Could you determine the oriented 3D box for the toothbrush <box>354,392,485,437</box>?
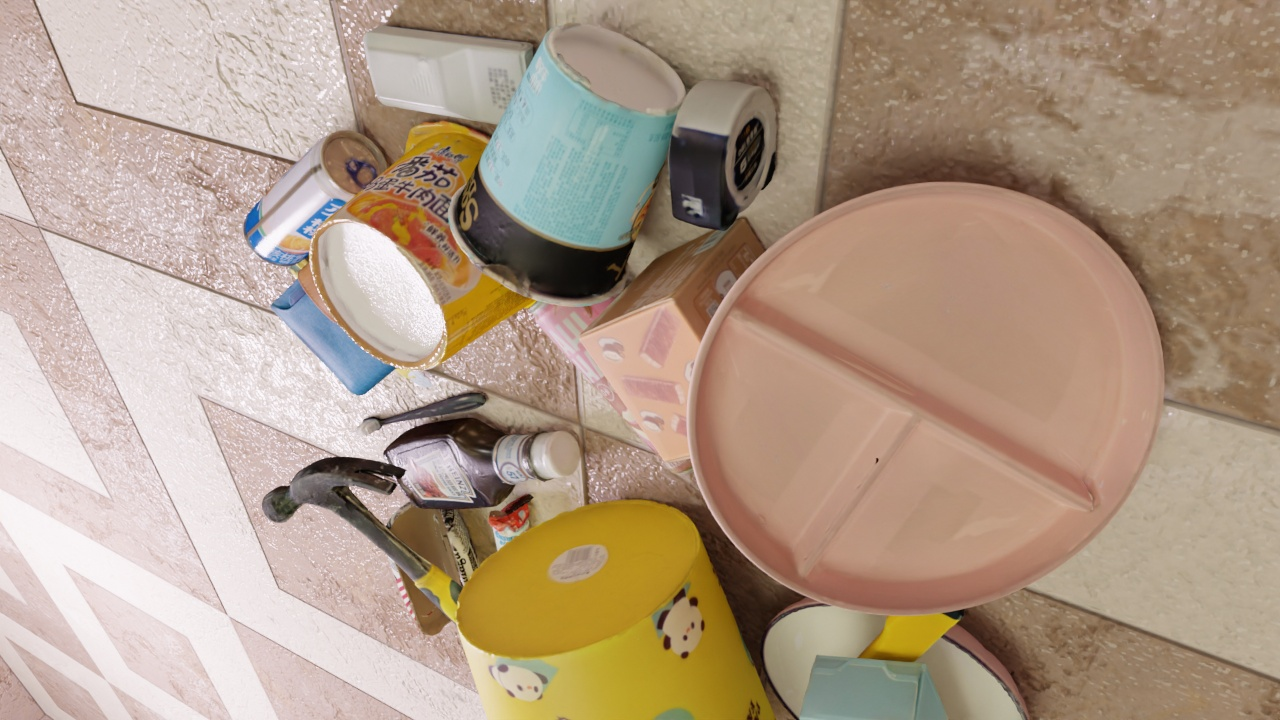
[{"bbox_3d":[-0.193,0.047,0.793,0.182,0.018,0.015,-14,110,40],"label":"toothbrush"}]

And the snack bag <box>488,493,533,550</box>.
[{"bbox_3d":[-0.111,0.159,0.805,0.026,0.045,0.105,28,137,32],"label":"snack bag"}]

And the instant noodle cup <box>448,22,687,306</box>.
[{"bbox_3d":[-0.034,-0.108,0.496,0.111,0.111,0.121,36,130,5],"label":"instant noodle cup"}]

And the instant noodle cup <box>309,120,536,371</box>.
[{"bbox_3d":[-0.135,-0.066,0.591,0.138,0.109,0.138,20,133,23],"label":"instant noodle cup"}]

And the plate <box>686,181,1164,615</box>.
[{"bbox_3d":[0.137,0.024,0.458,0.229,0.028,0.230,1,110,2],"label":"plate"}]

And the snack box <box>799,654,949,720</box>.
[{"bbox_3d":[0.172,0.270,0.616,0.074,0.051,0.175,-6,126,32],"label":"snack box"}]

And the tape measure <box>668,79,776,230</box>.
[{"bbox_3d":[0.042,-0.108,0.464,0.034,0.065,0.066,18,133,25],"label":"tape measure"}]

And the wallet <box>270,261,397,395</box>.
[{"bbox_3d":[-0.218,-0.039,0.715,0.133,0.040,0.106,-32,104,34],"label":"wallet"}]

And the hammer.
[{"bbox_3d":[-0.178,0.204,0.819,0.126,0.031,0.323,-29,114,28],"label":"hammer"}]

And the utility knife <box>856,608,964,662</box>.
[{"bbox_3d":[0.155,0.202,0.612,0.033,0.015,0.210,27,136,6],"label":"utility knife"}]

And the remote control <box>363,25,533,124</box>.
[{"bbox_3d":[-0.115,-0.171,0.555,0.125,0.024,0.049,15,131,25],"label":"remote control"}]

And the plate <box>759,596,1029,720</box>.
[{"bbox_3d":[0.182,0.231,0.659,0.192,0.038,0.193,19,133,22],"label":"plate"}]

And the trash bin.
[{"bbox_3d":[-0.010,0.262,0.694,0.230,0.228,0.255,-2,115,36],"label":"trash bin"}]

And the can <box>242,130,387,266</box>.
[{"bbox_3d":[-0.236,-0.115,0.664,0.135,0.053,0.053,-22,109,44],"label":"can"}]

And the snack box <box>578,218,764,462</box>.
[{"bbox_3d":[0.037,-0.010,0.527,0.077,0.092,0.094,-20,111,43],"label":"snack box"}]

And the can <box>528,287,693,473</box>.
[{"bbox_3d":[-0.004,0.003,0.592,0.147,0.057,0.058,48,137,-8],"label":"can"}]

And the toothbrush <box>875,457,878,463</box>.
[{"bbox_3d":[0.151,0.070,0.559,0.213,0.027,0.026,-10,124,40],"label":"toothbrush"}]

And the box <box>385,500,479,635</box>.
[{"bbox_3d":[-0.178,0.201,0.866,0.088,0.076,0.163,14,128,32],"label":"box"}]

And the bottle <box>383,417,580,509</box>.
[{"bbox_3d":[-0.131,0.084,0.759,0.195,0.043,0.080,-10,116,39],"label":"bottle"}]

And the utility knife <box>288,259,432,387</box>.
[{"bbox_3d":[-0.234,-0.034,0.760,0.167,0.018,0.031,40,143,-5],"label":"utility knife"}]
